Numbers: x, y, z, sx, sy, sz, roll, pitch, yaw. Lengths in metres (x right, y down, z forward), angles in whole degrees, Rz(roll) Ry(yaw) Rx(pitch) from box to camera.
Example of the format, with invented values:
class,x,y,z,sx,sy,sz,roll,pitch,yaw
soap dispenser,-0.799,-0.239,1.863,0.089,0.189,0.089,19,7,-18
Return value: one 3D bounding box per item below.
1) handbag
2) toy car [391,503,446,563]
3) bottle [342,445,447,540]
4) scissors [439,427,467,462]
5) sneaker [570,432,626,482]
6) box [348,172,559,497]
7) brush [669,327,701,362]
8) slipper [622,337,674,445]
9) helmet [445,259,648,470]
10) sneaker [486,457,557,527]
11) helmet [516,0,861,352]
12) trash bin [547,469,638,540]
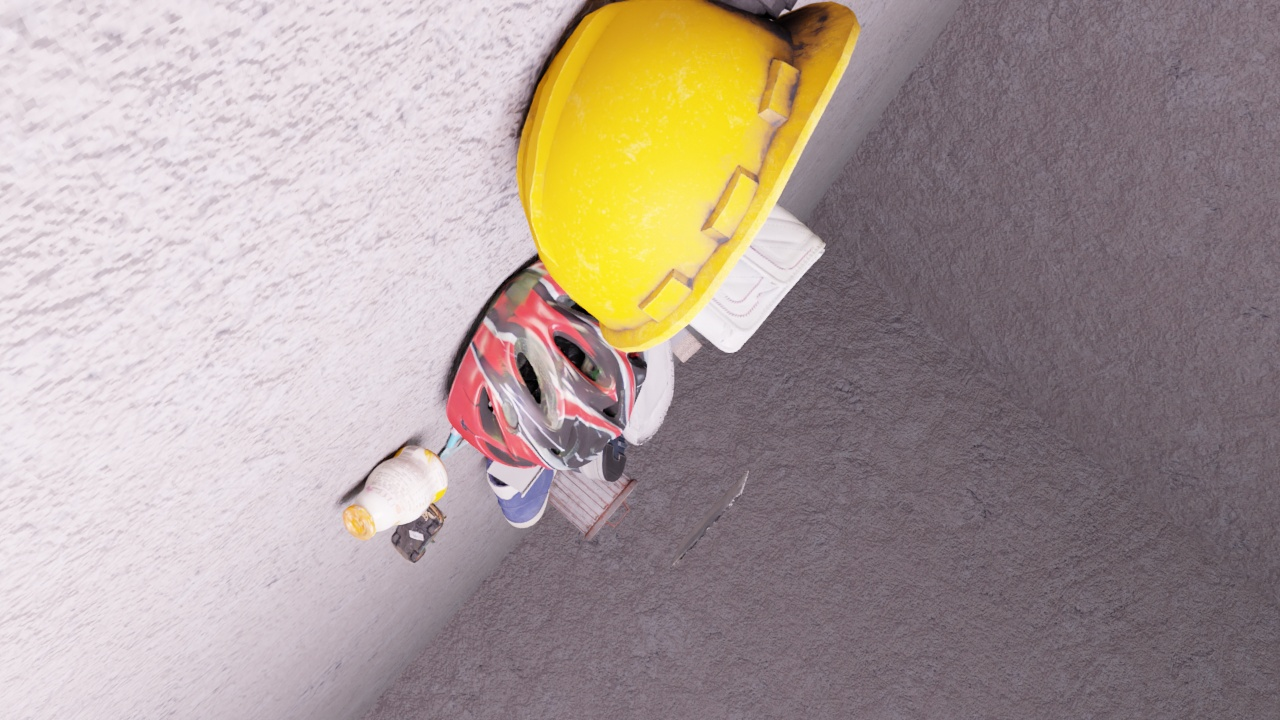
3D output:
class,x,y,z,sx,sy,sz,roll,pitch,yaw
handbag,0.064,-0.122,0.885,0.141,0.198,0.096,-50,173,-12
toy car,-0.277,0.211,1.174,0.047,0.047,0.112,-34,164,-53
bottle,-0.235,0.128,0.877,0.063,0.063,0.108,-54,173,36
scissors,-0.231,0.110,1.048,0.135,0.015,0.135,-39,160,-47
sneaker,-0.087,0.054,1.313,0.088,0.124,0.239,21,67,-61
box,-0.228,-0.039,1.166,0.169,0.404,0.171,-54,173,33
brush,0.022,-0.060,1.239,0.008,0.143,0.045,-43,180,-42
slipper,-0.007,0.007,1.234,0.112,0.075,0.247,-25,128,-30
helmet,-0.084,0.008,0.906,0.217,0.167,0.272,-52,163,-15
sneaker,-0.163,0.120,1.371,0.118,0.091,0.232,66,41,-54
helmet,0.000,-0.143,0.567,0.256,0.131,0.205,-57,-156,12
trash bin,-0.111,0.201,1.569,0.130,0.211,0.131,-49,174,-7
